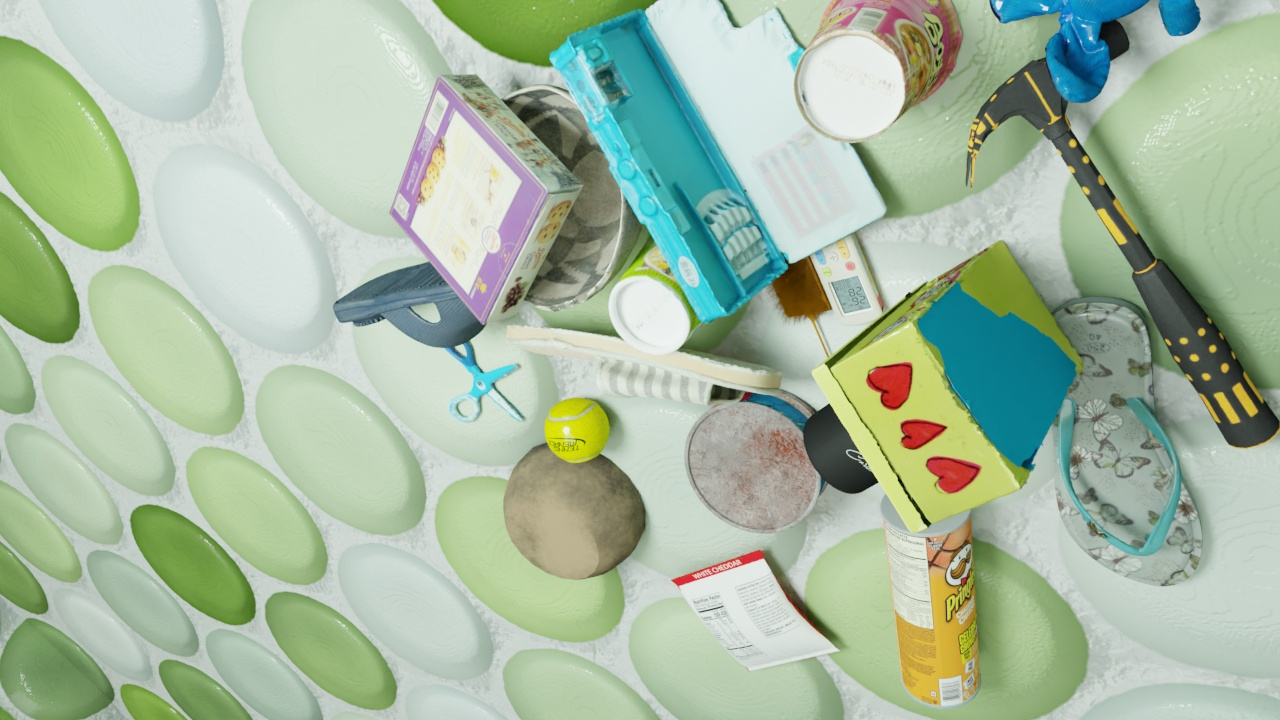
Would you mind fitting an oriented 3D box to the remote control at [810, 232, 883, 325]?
[{"bbox_3d":[0.156,-0.084,0.729,0.038,0.018,0.125,-13,115,35],"label":"remote control"}]

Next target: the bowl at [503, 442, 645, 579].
[{"bbox_3d":[-0.081,0.173,1.007,0.162,0.070,0.162,15,128,20],"label":"bowl"}]

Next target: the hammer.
[{"bbox_3d":[0.336,-0.061,0.616,0.123,0.036,0.320,-36,105,13],"label":"hammer"}]

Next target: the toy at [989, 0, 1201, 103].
[{"bbox_3d":[0.291,-0.213,0.518,0.177,0.071,0.112,-14,80,31],"label":"toy"}]

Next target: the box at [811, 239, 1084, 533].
[{"bbox_3d":[0.212,0.008,0.614,0.083,0.220,0.124,-35,89,40],"label":"box"}]

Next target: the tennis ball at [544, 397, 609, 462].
[{"bbox_3d":[-0.064,0.070,0.929,0.065,0.065,0.065,15,128,20],"label":"tennis ball"}]

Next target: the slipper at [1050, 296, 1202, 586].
[{"bbox_3d":[0.360,0.079,0.705,0.098,0.054,0.269,-9,115,37],"label":"slipper"}]

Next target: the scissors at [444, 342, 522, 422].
[{"bbox_3d":[-0.182,0.020,0.997,0.134,0.011,0.139,-24,107,41],"label":"scissors"}]

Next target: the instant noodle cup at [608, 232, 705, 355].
[{"bbox_3d":[0.029,-0.061,0.756,0.099,0.107,0.099,14,126,20],"label":"instant noodle cup"}]

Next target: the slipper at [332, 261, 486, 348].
[{"bbox_3d":[-0.199,-0.052,0.899,0.264,0.101,0.082,-8,117,37],"label":"slipper"}]

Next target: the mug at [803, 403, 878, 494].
[{"bbox_3d":[0.207,0.069,0.770,0.113,0.078,0.088,36,133,-13],"label":"mug"}]

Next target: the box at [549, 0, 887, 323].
[{"bbox_3d":[0.055,-0.163,0.687,0.227,0.169,0.086,59,174,-8],"label":"box"}]

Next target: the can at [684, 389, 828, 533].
[{"bbox_3d":[0.108,0.091,0.843,0.130,0.044,0.130,10,114,25],"label":"can"}]

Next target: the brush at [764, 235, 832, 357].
[{"bbox_3d":[0.131,-0.052,0.761,0.048,0.017,0.126,-8,117,42],"label":"brush"}]

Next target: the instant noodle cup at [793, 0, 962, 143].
[{"bbox_3d":[0.148,-0.193,0.596,0.098,0.108,0.098,15,128,21],"label":"instant noodle cup"}]

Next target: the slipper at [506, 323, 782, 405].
[{"bbox_3d":[-0.005,0.005,0.822,0.273,0.114,0.054,12,97,32],"label":"slipper"}]

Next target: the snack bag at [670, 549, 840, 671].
[{"bbox_3d":[0.120,0.275,0.985,0.131,0.039,0.144,-30,103,40],"label":"snack bag"}]

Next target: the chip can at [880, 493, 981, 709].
[{"bbox_3d":[0.267,0.215,0.837,0.075,0.075,0.215,3,123,28],"label":"chip can"}]

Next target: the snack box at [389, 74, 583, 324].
[{"bbox_3d":[-0.131,-0.130,0.747,0.148,0.040,0.144,48,129,19],"label":"snack box"}]

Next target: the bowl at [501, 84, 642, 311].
[{"bbox_3d":[-0.058,-0.138,0.764,0.179,0.081,0.178,14,113,35],"label":"bowl"}]
